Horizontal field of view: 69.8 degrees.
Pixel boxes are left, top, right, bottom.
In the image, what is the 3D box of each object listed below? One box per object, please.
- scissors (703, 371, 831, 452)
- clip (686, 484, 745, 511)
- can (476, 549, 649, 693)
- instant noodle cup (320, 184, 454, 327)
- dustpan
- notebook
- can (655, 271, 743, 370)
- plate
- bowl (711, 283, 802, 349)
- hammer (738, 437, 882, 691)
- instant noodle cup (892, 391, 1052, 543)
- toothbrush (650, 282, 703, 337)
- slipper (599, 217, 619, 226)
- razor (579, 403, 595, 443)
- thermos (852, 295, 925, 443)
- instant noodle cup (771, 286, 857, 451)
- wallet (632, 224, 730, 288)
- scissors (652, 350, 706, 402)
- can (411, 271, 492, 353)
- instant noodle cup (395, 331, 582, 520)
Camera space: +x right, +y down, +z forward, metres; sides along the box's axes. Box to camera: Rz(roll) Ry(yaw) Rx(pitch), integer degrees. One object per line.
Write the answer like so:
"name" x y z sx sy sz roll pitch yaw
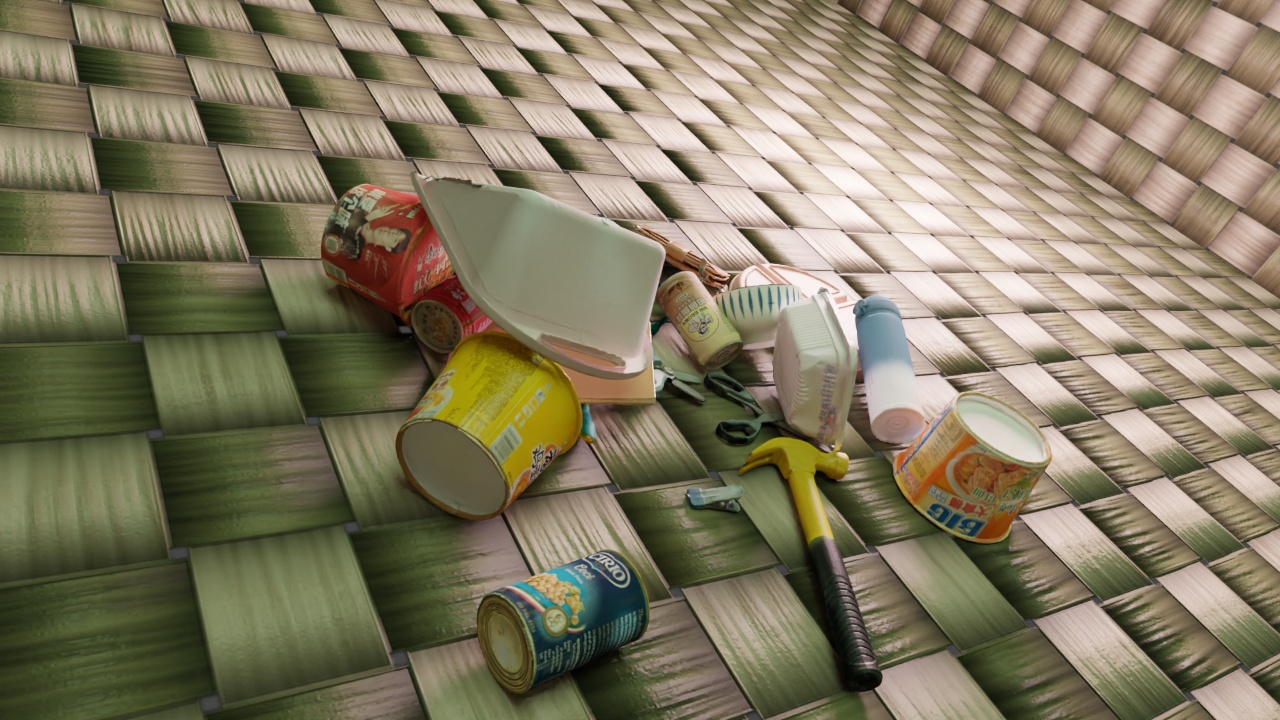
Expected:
"scissors" 0.145 0.064 1.058 0.180 0.014 0.159 -10 48 -44
"clip" 0.074 0.135 0.904 0.056 0.027 0.024 4 35 -11
"can" -0.059 0.193 0.687 0.111 0.075 0.075 -12 47 -41
"instant noodle cup" -0.257 -0.116 0.956 0.108 0.138 0.137 22 32 12
"dustpan" -0.100 -0.078 0.881 0.222 0.139 0.274 16 1 -34
"notebook" -0.093 -0.002 0.947 0.211 0.012 0.149 1 34 -3
"can" 0.070 -0.049 1.107 0.058 0.059 0.116 -12 58 -42
"plate" 0.233 -0.067 1.281 0.229 0.028 0.229 17 34 -12
"bowl" 0.146 -0.051 1.147 0.116 0.117 0.066 0 81 -32
"hammer" 0.176 0.181 0.889 0.128 0.033 0.300 13 34 -15
"instant noodle cup" 0.380 0.114 1.039 0.151 0.112 0.151 16 34 -12
"toothbrush" 0.044 -0.067 1.175 0.018 0.016 0.191 -2 21 27
"slipper" -0.061 -0.125 1.132 0.104 0.074 0.245 45 21 19
"razor" -0.053 0.048 0.936 0.043 0.028 0.132 27 25 -17
"thermos" 0.311 0.004 1.165 0.070 0.070 0.220 16 42 -11
"instant noodle cup" 0.194 0.006 1.055 0.060 0.138 0.173 0 31 -4
"wallet" 0.053 -0.139 1.238 0.131 0.035 0.119 32 5 11
"scissors" -0.006 0.006 1.016 0.170 0.019 0.180 34 20 9
"can" -0.185 -0.055 0.948 0.066 0.067 0.093 29 39 7
"instant noodle cup" -0.133 0.062 0.784 0.138 0.138 0.109 28 42 7
